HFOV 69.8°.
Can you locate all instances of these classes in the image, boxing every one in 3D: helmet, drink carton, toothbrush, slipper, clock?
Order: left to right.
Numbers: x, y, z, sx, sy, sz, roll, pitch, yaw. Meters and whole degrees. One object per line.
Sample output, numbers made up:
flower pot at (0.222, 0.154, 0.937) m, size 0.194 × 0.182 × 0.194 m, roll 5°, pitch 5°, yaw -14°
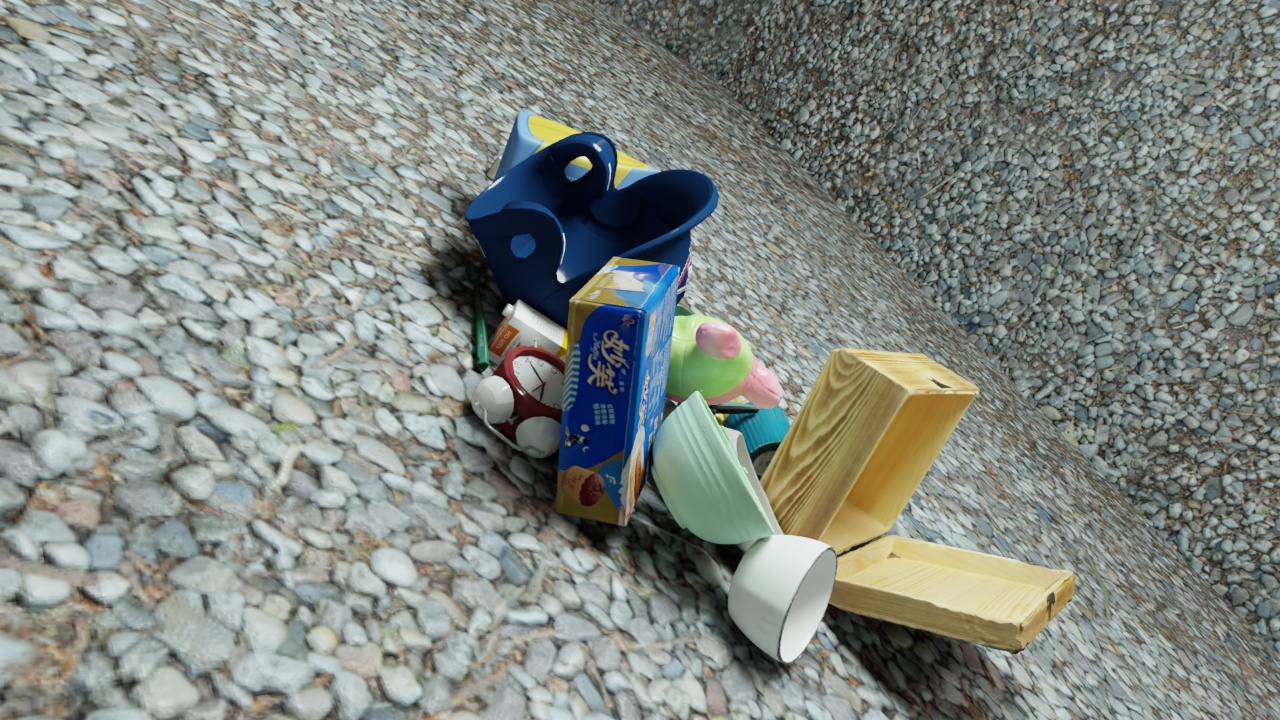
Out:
toothbrush at (-0.176, -0.051, 0.980) m, size 0.017 × 0.016 × 0.189 m, roll 29°, pitch 25°, yaw -30°
clock at (-0.105, 0.039, 0.876) m, size 0.096 × 0.048 × 0.137 m, roll 38°, pitch 30°, yaw -4°
drink carton at (-0.100, -0.006, 0.960) m, size 0.122 × 0.059 × 0.040 m, roll 33°, pitch 24°, yaw -17°
helmet at (-0.035, -0.126, 1.021) m, size 0.223 × 0.273 × 0.231 m, roll 58°, pitch 30°, yaw -24°
slipper at (0.098, 0.125, 0.971) m, size 0.266 × 0.081 × 0.113 m, roll 49°, pitch 10°, yaw 20°

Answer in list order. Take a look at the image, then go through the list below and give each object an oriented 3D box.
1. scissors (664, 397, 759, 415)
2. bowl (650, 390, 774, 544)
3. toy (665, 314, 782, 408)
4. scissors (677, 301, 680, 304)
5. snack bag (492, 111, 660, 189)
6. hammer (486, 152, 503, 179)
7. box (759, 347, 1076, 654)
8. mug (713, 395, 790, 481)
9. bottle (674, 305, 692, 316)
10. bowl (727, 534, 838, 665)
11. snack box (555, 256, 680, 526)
scissors at (0.078, 0.068, 1.071) m, size 0.124 × 0.019 × 0.154 m, roll -34°, pitch 66°, yaw -32°
bowl at (0.058, 0.110, 0.858) m, size 0.151 × 0.077 × 0.150 m, roll 61°, pitch 4°, yaw -9°
toy at (0.064, 0.007, 1.002) m, size 0.192 × 0.096 × 0.236 m, roll 12°, pitch -10°, yaw 17°
scissors at (-0.043, -0.147, 1.277) m, size 0.225 × 0.016 × 0.216 m, roll 19°, pitch 45°, yaw -20°
snack bag at (-0.084, -0.203, 1.169) m, size 0.205 × 0.159 × 0.102 m, roll 17°, pitch 30°, yaw -17°
hammer at (-0.089, -0.209, 1.372) m, size 0.301 × 0.037 × 0.157 m, roll 42°, pitch 23°, yaw 5°
box at (0.327, 0.187, 1.037) m, size 0.323 × 0.284 × 0.278 m, roll 38°, pitch 20°, yaw 28°
mug at (0.130, 0.093, 1.123) m, size 0.113 × 0.083 × 0.107 m, roll 0°, pitch 40°, yaw -14°
bottle at (0.049, -0.051, 1.270) m, size 0.055 × 0.055 × 0.173 m, roll 49°, pitch 25°, yaw 20°
bowl at (0.129, 0.214, 0.852) m, size 0.066 × 0.116 × 0.116 m, roll 20°, pitch 12°, yaw 31°
snack box at (-0.019, 0.023, 0.843) m, size 0.069 × 0.203 × 0.154 m, roll 9°, pitch 22°, yaw 9°
